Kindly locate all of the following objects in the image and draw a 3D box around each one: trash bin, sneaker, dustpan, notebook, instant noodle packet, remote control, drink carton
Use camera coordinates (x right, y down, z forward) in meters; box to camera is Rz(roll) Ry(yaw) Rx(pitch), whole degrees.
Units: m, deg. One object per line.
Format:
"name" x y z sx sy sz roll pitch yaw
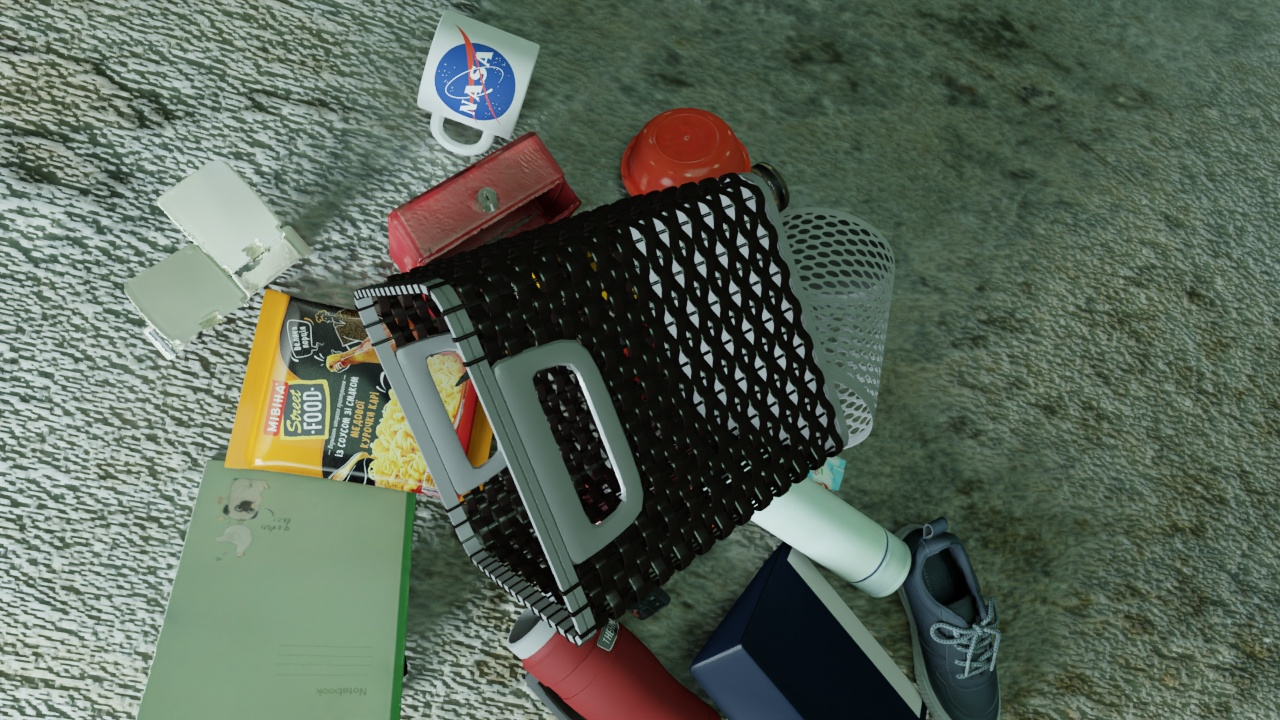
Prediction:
"trash bin" 0.155 -0.032 0.865 0.156 0.157 0.182 26 60 -11
"sneaker" 0.320 0.272 0.925 0.089 0.087 0.235 -19 88 -17
"dustpan" 0.148 0.341 0.853 0.236 0.080 0.272 50 33 -5
"notebook" -0.277 0.187 0.735 0.181 0.010 0.252 7 44 -15
"instant noodle packet" -0.240 0.035 0.827 0.220 0.032 0.159 11 77 -14
"remote control" -0.038 0.185 0.864 0.150 0.047 0.022 42 39 -7
"drink carton" 0.143 0.097 0.919 0.129 0.044 0.038 20 79 -11

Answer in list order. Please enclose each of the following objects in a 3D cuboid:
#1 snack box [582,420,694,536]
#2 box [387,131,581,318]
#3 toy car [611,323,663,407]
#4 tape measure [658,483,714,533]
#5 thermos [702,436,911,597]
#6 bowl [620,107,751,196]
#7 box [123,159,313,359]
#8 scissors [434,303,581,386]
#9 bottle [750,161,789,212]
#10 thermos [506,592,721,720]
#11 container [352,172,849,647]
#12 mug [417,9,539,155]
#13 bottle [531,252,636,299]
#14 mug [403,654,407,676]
"snack box" -0.004 0.109 0.864 0.072 0.072 0.121 43 74 -7
"box" -0.142 -0.118 0.826 0.157 0.129 0.087 -39 90 -18
"toy car" -0.005 0.005 0.887 0.051 0.049 0.100 29 77 -11
"tape measure" 0.048 0.144 0.888 0.058 0.038 0.058 9 70 21
"thermos" 0.161 0.151 0.886 0.230 0.068 0.067 35 76 -19
"bowl" 0.045 -0.203 0.899 0.130 0.045 0.130 -1 61 1
"box" -0.345 -0.085 0.720 0.143 0.188 0.105 -45 111 -22
"scissors" -0.109 -0.031 0.869 0.171 0.013 0.157 24 68 -21
"bottle" 0.093 -0.152 0.928 0.105 0.056 0.056 -33 93 -16
"thermos" -0.031 0.298 0.835 0.198 0.083 0.108 43 108 -9
"container" -0.030 0.014 0.685 0.243 0.246 0.247 -27 105 -24
"mug" -0.156 -0.253 0.862 0.090 0.091 0.121 17 114 -13
"bottle" -0.030 -0.080 0.886 0.143 0.043 0.043 3 82 -25
"mug" -0.255 0.261 0.780 0.100 0.085 0.119 -22 119 -12
